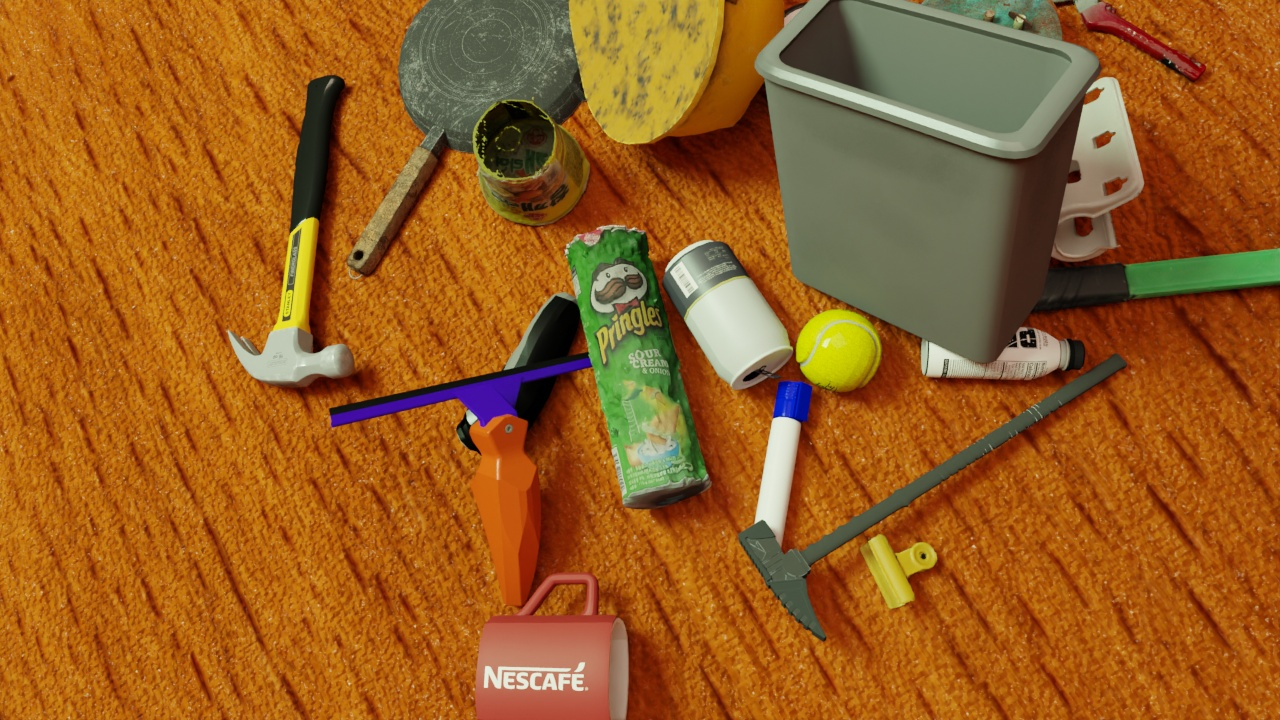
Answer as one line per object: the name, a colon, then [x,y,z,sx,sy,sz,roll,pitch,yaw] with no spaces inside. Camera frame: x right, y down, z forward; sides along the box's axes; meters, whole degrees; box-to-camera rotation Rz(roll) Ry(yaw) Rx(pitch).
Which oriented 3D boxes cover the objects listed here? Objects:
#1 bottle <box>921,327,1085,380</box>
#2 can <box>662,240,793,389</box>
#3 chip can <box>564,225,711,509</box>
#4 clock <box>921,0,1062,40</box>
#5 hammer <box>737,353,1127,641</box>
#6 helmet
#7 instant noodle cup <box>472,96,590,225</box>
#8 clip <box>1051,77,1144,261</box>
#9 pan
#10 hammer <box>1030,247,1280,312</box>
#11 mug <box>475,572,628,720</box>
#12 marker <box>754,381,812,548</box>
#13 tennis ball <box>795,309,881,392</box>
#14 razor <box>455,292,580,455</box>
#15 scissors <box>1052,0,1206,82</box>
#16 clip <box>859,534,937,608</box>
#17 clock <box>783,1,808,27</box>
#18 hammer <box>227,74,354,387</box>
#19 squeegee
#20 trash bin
bottle: [0.279,-0.006,0.709,0.116,0.041,0.041,2,73,11]
can: [0.073,-0.033,0.743,0.064,0.064,0.127,-31,70,0]
chip can: [-0.004,0.005,0.736,0.075,0.075,0.223,-16,73,5]
clock: [0.289,-0.272,0.773,0.121,0.073,0.157,18,76,15]
hammer: [0.234,0.086,0.684,0.324,0.015,0.095,-30,62,-7]
helmet: [0.046,-0.292,0.787,0.131,0.206,0.255,2,51,-34]
instant noodle cup: [-0.098,-0.173,0.786,0.102,0.108,0.102,0,88,2]
clip: [0.320,-0.134,0.724,0.151,0.110,0.126,-33,38,44]
pan: [-0.180,-0.231,0.869,0.208,0.040,0.356,26,78,17]
hammer: [0.378,-0.060,0.713,0.319,0.032,0.130,-5,73,10]
mug: [-0.063,0.218,0.684,0.097,0.080,0.116,-3,66,9]
marker: [0.111,0.083,0.720,0.027,0.023,0.133,-9,65,53]
tennis ball: [0.155,-0.008,0.719,0.065,0.065,0.065,-3,72,10]
razor: [-0.095,0.011,0.771,0.060,0.057,0.156,27,78,50]
scissors: [0.424,-0.322,0.794,0.179,0.015,0.199,-39,69,-2]
clip: [0.195,0.152,0.683,0.048,0.046,0.054,-34,66,25]
clock: [0.153,-0.270,0.813,0.091,0.044,0.122,-3,72,10]
hammer: [-0.314,-0.128,0.859,0.127,0.029,0.323,-10,68,20]
squeegee: [-0.104,0.102,0.711,0.055,0.249,0.185,10,108,48]
trash bin: [0.192,-0.124,0.643,0.192,0.220,0.097,30,69,30]
